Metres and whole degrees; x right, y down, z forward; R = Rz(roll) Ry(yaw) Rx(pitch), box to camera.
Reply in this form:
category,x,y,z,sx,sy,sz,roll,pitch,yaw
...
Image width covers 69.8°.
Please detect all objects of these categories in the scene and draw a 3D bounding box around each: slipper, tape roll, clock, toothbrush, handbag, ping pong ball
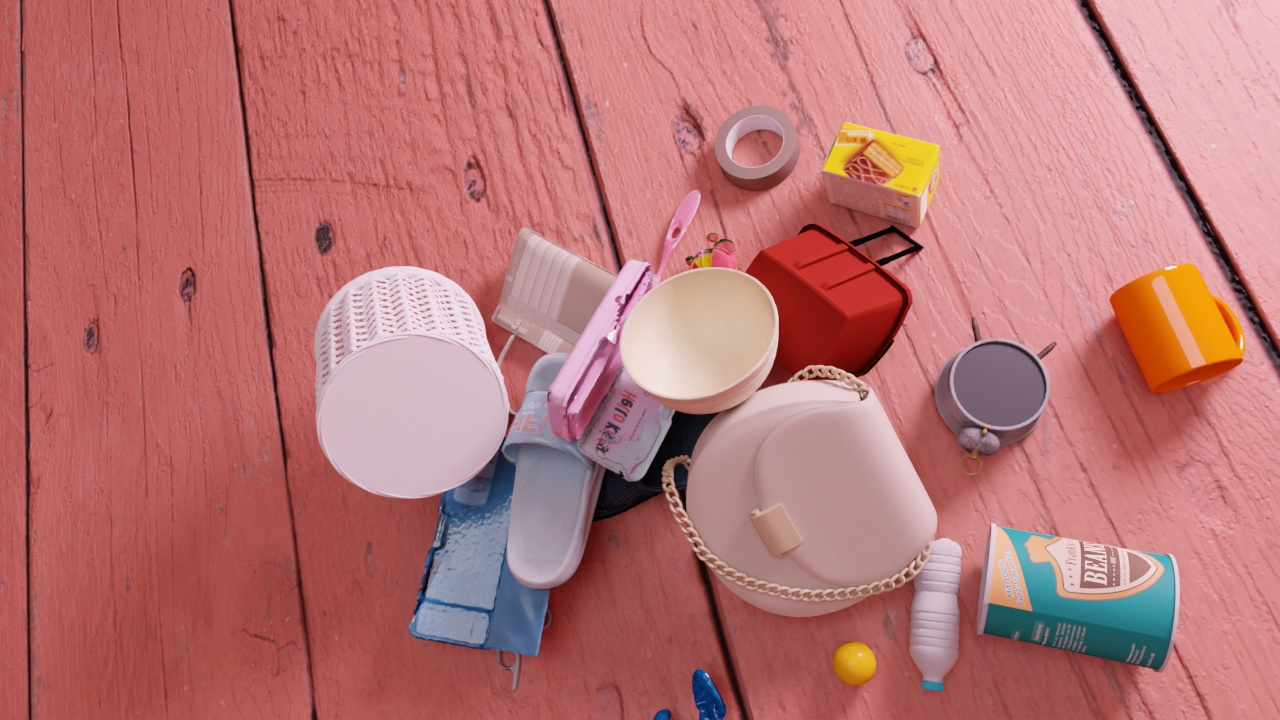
category,x,y,z,sx,sy,sz,roll,pitch,yaw
slipper,0.004,0.092,0.962,0.266,0.083,0.108,-18,71,16
tape roll,0.133,-0.243,1.051,0.094,0.030,0.093,-5,72,16
clock,0.337,0.041,0.886,0.104,0.056,0.147,19,76,13
toothbrush,0.038,-0.139,1.058,0.022,0.016,0.135,22,82,22
slipper,-0.090,0.104,0.925,0.104,0.074,0.245,-1,69,22
handbag,-0.102,-0.026,1.057,0.176,0.062,0.198,29,93,23
handbag,0.151,0.127,0.864,0.209,0.103,0.210,-27,102,14
ping pong ball,0.201,0.285,0.864,0.040,0.040,0.040,-5,72,16

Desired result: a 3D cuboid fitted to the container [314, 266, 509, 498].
category,x,y,z,sx,sy,sz,roll,pitch,yaw
container,-0.245,0.019,0.968,0.189,0.189,0.186,-40,30,3

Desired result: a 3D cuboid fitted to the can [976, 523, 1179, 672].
category,x,y,z,sx,sy,sz,roll,pitch,yaw
can,0.376,0.205,0.801,0.144,0.099,0.099,8,76,20

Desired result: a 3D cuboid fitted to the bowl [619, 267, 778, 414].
category,x,y,z,sx,sy,sz,roll,pitch,yaw
bowl,0.063,-0.007,0.867,0.151,0.075,0.150,-12,51,15

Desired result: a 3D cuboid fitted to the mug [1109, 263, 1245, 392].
category,x,y,z,sx,sy,sz,roll,pitch,yaw
mug,0.508,-0.031,0.850,0.112,0.078,0.095,-9,69,-15

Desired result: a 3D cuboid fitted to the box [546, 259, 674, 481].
category,x,y,z,sx,sy,sz,roll,pitch,yaw
box,-0.004,0.008,0.914,0.101,0.111,0.200,19,54,14

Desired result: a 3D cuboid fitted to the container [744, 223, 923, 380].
category,x,y,z,sx,sy,sz,roll,pitch,yaw
container,0.200,-0.065,0.943,0.148,0.200,0.127,42,126,24

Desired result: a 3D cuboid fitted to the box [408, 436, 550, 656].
category,x,y,z,sx,sy,sz,roll,pitch,yaw
box,-0.149,0.193,0.987,0.175,0.060,0.231,1,69,27

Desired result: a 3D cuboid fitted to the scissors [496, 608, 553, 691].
category,x,y,z,sx,sy,sz,roll,pitch,yaw
scissors,-0.163,0.273,0.999,0.153,0.014,0.130,20,81,19

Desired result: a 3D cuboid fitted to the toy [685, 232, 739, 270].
category,x,y,z,sx,sy,sz,roll,pitch,yaw
toy,0.085,-0.085,1.010,0.084,0.046,0.103,-40,75,16

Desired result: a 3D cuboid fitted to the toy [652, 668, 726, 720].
category,x,y,z,sx,sy,sz,roll,pitch,yaw
toy,0.031,0.365,0.882,0.176,0.071,0.112,-21,80,10

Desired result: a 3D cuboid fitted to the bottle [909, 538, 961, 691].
category,x,y,z,sx,sy,sz,roll,pitch,yaw
bottle,0.274,0.235,0.854,0.044,0.044,0.136,2,75,18

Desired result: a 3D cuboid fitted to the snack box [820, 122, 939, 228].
category,x,y,z,sx,sy,sz,roll,pitch,yaw
snack box,0.254,-0.195,0.969,0.106,0.083,0.061,21,82,21
